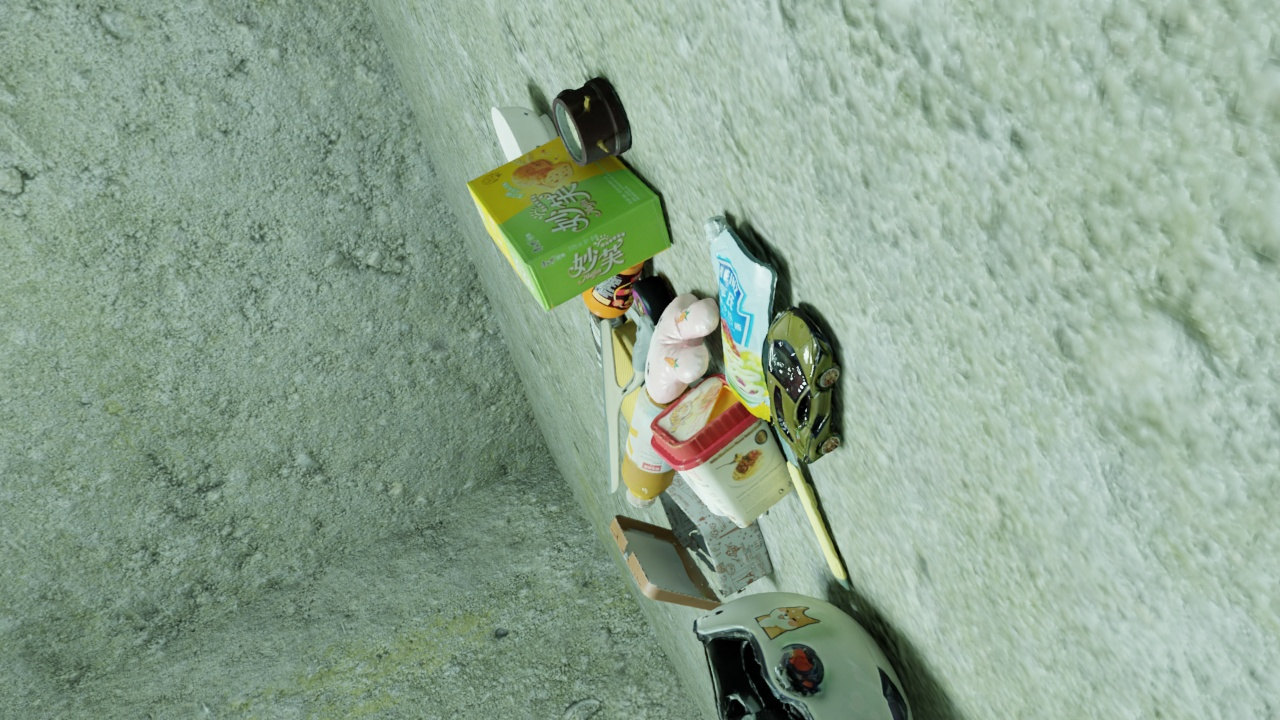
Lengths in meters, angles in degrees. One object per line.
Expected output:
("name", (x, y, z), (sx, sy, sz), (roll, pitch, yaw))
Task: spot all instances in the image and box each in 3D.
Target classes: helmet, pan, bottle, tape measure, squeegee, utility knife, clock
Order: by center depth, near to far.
("utility knife", (0.164, 0.137, 0.912), (0.216, 0.022, 0.031), (61, 169, -17))
("helmet", (0.182, 0.342, 0.936), (0.274, 0.156, 0.230), (31, 145, 51))
("clock", (-0.057, -0.249, 0.968), (0.122, 0.055, 0.082), (29, 144, 66))
("tape measure", (0.017, -0.070, 1.070), (0.058, 0.039, 0.057), (-125, 13, -58))
("bottle", (0.017, 0.102, 1.082), (0.068, 0.067, 0.190), (55, 146, 37))
("bottle", (-0.025, -0.111, 1.093), (0.066, 0.066, 0.150), (60, 151, 20))
("squeegee", (-0.007, 0.006, 1.111), (0.247, 0.039, 0.246), (114, 154, -62))
("pan", (0.023, 0.085, 1.358), (0.197, 0.078, 0.358), (57, 160, 36))
("bottle", (-0.052, -0.036, 1.432), (0.195, 0.044, 0.080), (92, 155, -68))

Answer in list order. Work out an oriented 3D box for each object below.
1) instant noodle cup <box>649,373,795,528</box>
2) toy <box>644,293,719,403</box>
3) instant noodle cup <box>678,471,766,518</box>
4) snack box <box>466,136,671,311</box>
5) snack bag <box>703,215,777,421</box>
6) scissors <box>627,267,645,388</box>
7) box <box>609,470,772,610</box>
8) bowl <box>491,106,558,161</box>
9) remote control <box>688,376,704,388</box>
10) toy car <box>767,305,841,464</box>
("instant noodle cup", (0.090, 0.096, 0.953), (0.124, 0.116, 0.116), (55, 172, -21))
("toy", (0.043, -0.016, 0.955), (0.160, 0.054, 0.121), (151, 133, -74))
("instant noodle cup", (0.081, 0.118, 1.139), (0.173, 0.060, 0.138), (49, 161, 56))
("snack box", (-0.083, -0.163, 1.015), (0.210, 0.157, 0.070), (52, 167, 46))
("snack bag", (0.093, -0.036, 0.821), (0.110, 0.039, 0.191), (-112, 6, -45))
("scissors", (0.014, -0.033, 1.149), (0.159, 0.014, 0.179), (21, 124, 49))
("box", (0.053, 0.247, 1.244), (0.182, 0.174, 0.152), (42, 154, 61))
("bowl", (-0.147, -0.298, 1.241), (0.118, 0.064, 0.118), (60, 168, 22))
("remote control", (0.071, 0.043, 1.064), (0.125, 0.024, 0.049), (27, 144, 50))
("toy car", (0.132, 0.022, 0.764), (0.070, 0.042, 0.158), (53, 161, 42))
